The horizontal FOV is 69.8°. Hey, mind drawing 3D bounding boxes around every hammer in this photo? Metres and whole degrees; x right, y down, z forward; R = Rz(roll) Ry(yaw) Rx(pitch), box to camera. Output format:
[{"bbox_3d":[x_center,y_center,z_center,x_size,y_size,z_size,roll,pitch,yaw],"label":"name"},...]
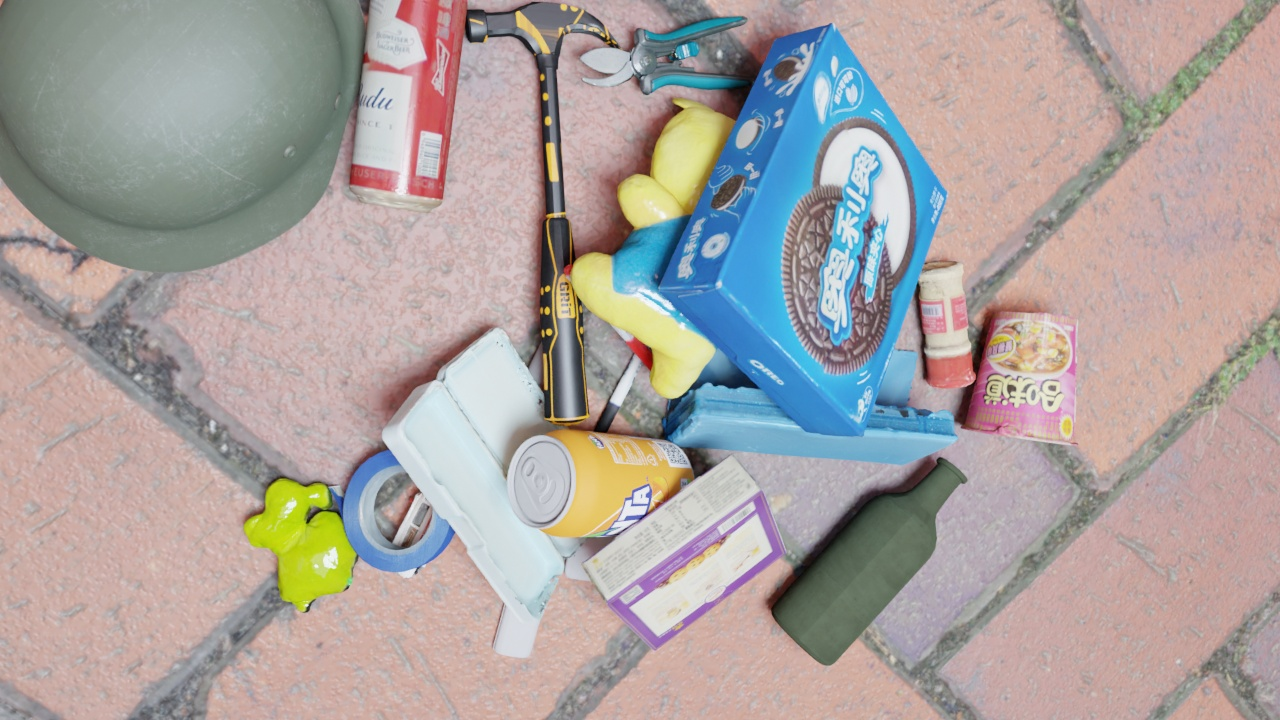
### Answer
[{"bbox_3d":[-0.062,-0.109,0.703,0.123,0.036,0.320,-5,95,-18],"label":"hammer"}]

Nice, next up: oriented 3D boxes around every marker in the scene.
[{"bbox_3d":[-0.005,0.004,0.762,0.011,0.011,0.152,27,93,-17],"label":"marker"},{"bbox_3d":[-0.075,-0.008,0.740,0.016,0.016,0.140,26,94,-17],"label":"marker"},{"bbox_3d":[-0.016,-0.026,0.712,0.013,0.013,0.142,-44,127,-3],"label":"marker"}]

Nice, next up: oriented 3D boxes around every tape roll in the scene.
[{"bbox_3d":[-0.185,0.115,0.708,0.093,0.016,0.091,-30,81,9],"label":"tape roll"}]

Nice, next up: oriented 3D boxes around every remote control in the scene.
[{"bbox_3d":[-0.093,0.188,0.774,0.033,0.012,0.131,14,97,-16],"label":"remote control"},{"bbox_3d":[0.008,0.176,0.798,0.146,0.008,0.045,12,98,-16],"label":"remote control"}]

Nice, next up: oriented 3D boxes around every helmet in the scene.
[{"bbox_3d":[-0.292,-0.190,0.583,0.227,0.154,0.267,45,76,-17],"label":"helmet"}]

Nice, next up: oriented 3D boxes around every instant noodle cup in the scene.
[{"bbox_3d":[0.340,0.014,0.809,0.097,0.098,0.108,8,90,-15],"label":"instant noodle cup"}]

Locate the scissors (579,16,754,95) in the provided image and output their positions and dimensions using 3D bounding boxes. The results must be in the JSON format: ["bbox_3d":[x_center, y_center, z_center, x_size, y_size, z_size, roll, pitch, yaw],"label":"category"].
[{"bbox_3d":[0.029,-0.236,0.712,0.128,0.019,0.153,38,82,-25],"label":"scissors"}]

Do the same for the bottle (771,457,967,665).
[{"bbox_3d":[0.208,0.172,0.813,0.071,0.071,0.207,43,88,-17],"label":"bottle"}]

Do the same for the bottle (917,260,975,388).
[{"bbox_3d":[0.267,-0.031,0.804,0.044,0.044,0.109,-13,102,-11],"label":"bottle"}]

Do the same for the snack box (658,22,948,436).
[{"bbox_3d":[0.133,-0.093,0.681,0.195,0.056,0.238,41,64,-35],"label":"snack box"}]

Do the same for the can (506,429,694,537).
[{"bbox_3d":[-0.027,0.096,0.707,0.142,0.079,0.079,12,99,-49],"label":"can"}]

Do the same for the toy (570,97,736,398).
[{"bbox_3d":[0.044,-0.094,0.693,0.149,0.084,0.213,46,63,-31],"label":"toy"}]

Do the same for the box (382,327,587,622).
[{"bbox_3d":[-0.104,0.090,0.708,0.136,0.049,0.197,-51,122,-38],"label":"box"}]

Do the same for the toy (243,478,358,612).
[{"bbox_3d":[-0.262,0.143,0.714,0.093,0.036,0.094,30,86,-12],"label":"toy"}]

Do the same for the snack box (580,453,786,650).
[{"bbox_3d":[0.041,0.158,0.734,0.143,0.040,0.148,-35,146,-6],"label":"snack box"}]

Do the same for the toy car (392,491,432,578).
[{"bbox_3d":[-0.165,0.117,0.733,0.039,0.039,0.113,26,93,5],"label":"toy car"}]

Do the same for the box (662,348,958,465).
[{"bbox_3d":[0.140,0.025,0.778,0.231,0.094,0.102,5,70,-14],"label":"box"}]

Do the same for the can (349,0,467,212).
[{"bbox_3d":[-0.166,-0.194,0.657,0.067,0.067,0.170,7,99,-15],"label":"can"}]
